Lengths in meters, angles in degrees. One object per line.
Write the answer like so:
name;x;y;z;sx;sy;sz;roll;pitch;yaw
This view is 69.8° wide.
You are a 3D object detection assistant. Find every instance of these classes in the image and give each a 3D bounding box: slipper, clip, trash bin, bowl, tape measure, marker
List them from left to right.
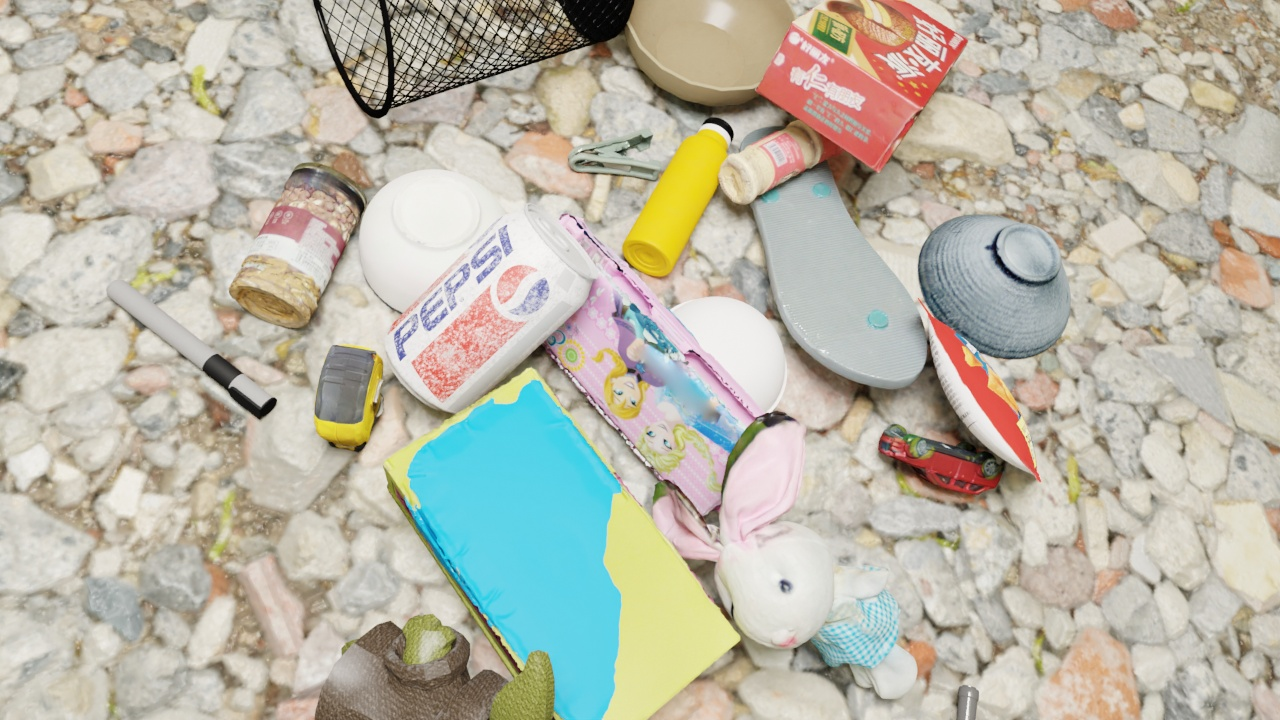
marker;-0.306;-0.009;0.622;0.140;0.016;0.016;36;65;6
tape measure;-0.189;0.023;0.604;0.037;0.064;0.065;10;66;-5
bowl;-0.148;-0.092;0.664;0.113;0.063;0.113;4;65;-10
trash bin;-0.128;-0.301;0.705;0.209;0.184;0.184;-21;72;-25
clip;-0.023;-0.166;0.744;0.076;0.023;0.059;-9;67;-17
bowl;0.057;-0.278;0.793;0.152;0.051;0.152;4;66;-9
bowl;0.062;-0.007;0.680;0.110;0.041;0.109;4;66;-9
slipper;0.135;-0.079;0.729;0.098;0.055;0.268;-11;58;-13
bowl;0.303;-0.075;0.748;0.137;0.057;0.137;4;65;-9

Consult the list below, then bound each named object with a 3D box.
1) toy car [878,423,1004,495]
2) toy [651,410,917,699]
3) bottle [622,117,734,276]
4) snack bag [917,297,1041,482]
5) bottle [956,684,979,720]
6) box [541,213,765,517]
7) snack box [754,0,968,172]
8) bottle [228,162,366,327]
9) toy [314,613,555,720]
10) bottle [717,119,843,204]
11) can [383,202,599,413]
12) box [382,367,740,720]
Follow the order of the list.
toy car;0.219;0.072;0.676;0.091;0.042;0.036;20;96;-9
toy;0.096;0.152;0.574;0.205;0.131;0.105;49;30;-13
bottle;0.035;-0.134;0.729;0.043;0.043;0.143;27;64;2
snack bag;0.246;0.025;0.668;0.039;0.130;0.144;-34;73;17
bottle;0.206;0.268;0.592;0.030;0.030;0.112;18;64;-3
box;-0.004;0.004;0.639;0.085;0.053;0.230;-45;79;14
snack box;0.188;-0.241;0.747;0.113;0.060;0.235;35;39;5
bottle;-0.239;-0.081;0.645;0.056;0.056;0.105;18;64;-3
toy;-0.110;0.209;0.506;0.153;0.179;0.078;19;21;20
bottle;0.113;-0.163;0.729;0.109;0.044;0.044;-32;76;-22
can;-0.099;-0.033;0.607;0.136;0.078;0.078;-42;77;14
box;-0.055;0.126;0.580;0.124;0.081;0.221;-35;75;-22
